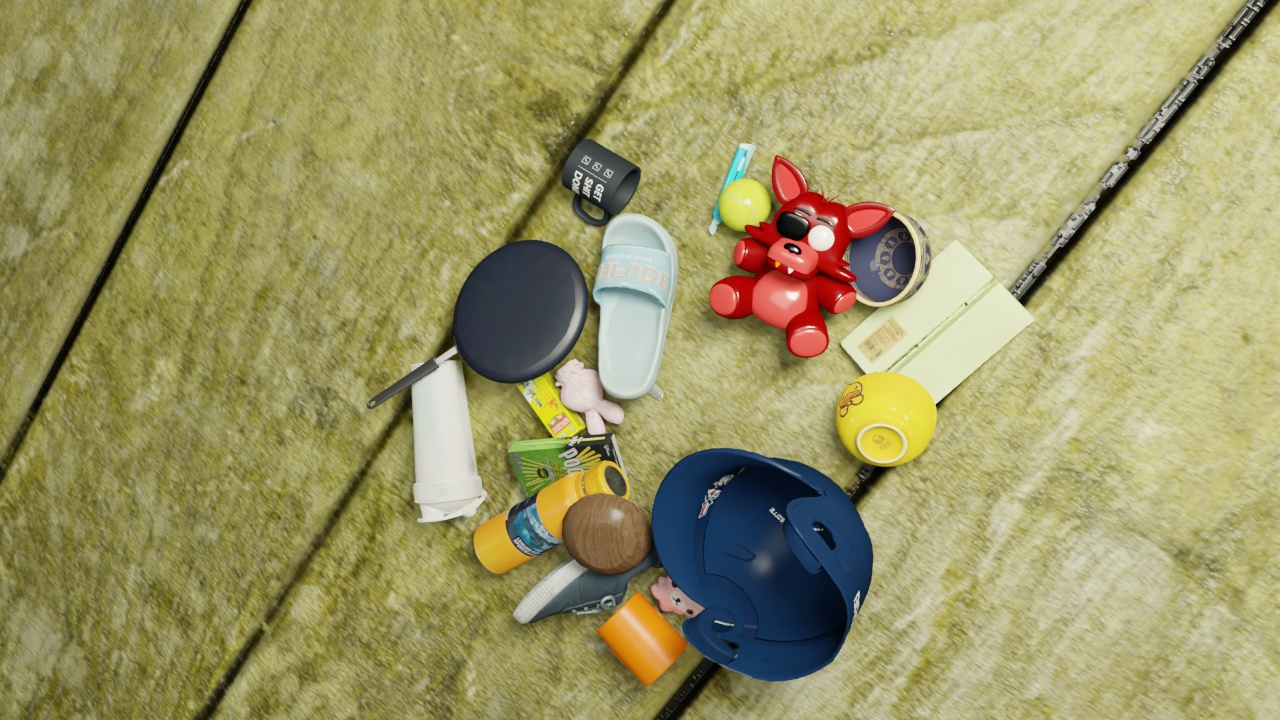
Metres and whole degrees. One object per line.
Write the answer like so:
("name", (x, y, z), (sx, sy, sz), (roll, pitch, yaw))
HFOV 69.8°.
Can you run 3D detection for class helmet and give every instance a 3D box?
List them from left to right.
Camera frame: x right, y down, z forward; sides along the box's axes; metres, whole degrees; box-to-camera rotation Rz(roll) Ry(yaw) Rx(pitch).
("helmet", (0.142, 0.213, 1.083), (0.272, 0.222, 0.233), (36, 118, 3))

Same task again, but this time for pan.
("pan", (-0.228, -0.027, 1.224), (0.357, 0.021, 0.198), (-31, 65, 12))

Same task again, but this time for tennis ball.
("tennis ball", (0.129, -0.193, 1.140), (0.065, 0.065, 0.065), (1, 94, 18))

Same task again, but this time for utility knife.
("utility knife", (0.115, -0.218, 1.170), (0.022, 0.015, 0.124), (18, 102, -14))

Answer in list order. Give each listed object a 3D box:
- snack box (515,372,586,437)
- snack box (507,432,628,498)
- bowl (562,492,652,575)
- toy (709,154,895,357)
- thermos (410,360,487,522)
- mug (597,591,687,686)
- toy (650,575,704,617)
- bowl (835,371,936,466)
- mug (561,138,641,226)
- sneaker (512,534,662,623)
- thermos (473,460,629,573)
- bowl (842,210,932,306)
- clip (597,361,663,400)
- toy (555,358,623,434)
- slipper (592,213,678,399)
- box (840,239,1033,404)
("snack box", (-0.134, 0.046, 1.264), (0.040, 0.028, 0.148), (-39, 82, 17))
("snack box", (-0.098, 0.144, 1.244), (0.148, 0.025, 0.080), (-7, 118, 19))
("bowl", (-0.045, 0.225, 1.152), (0.118, 0.030, 0.118), (4, 112, 9))
("toy", (0.186, -0.119, 1.085), (0.158, 0.120, 0.198), (30, 114, 17))
("thermos", (-0.273, 0.111, 1.285), (0.099, 0.099, 0.220), (-6, 88, 18))
("mug", (-0.005, 0.379, 1.229), (0.096, 0.077, 0.113), (46, 134, 10))
("toy", (0.057, 0.304, 1.208), (0.096, 0.052, 0.099), (-23, 99, 30))
("bowl", (0.288, 0.079, 1.084), (0.117, 0.067, 0.117), (9, 124, 13))
("mug", (-0.056, -0.226, 1.203), (0.077, 0.071, 0.105), (33, 130, 13))
("sneaker", (-0.063, 0.299, 1.233), (0.236, 0.089, 0.087), (-35, 88, 13))
("thermos", (-0.113, 0.213, 1.229), (0.233, 0.076, 0.091), (-32, 123, 28))
("bowl", (0.299, -0.121, 1.085), (0.113, 0.061, 0.112), (7, 100, 51))
("clip", (-0.008, 0.008, 1.219), (0.101, 0.040, 0.054), (29, 115, 13))
("toy", (-0.070, 0.050, 1.235), (0.064, 0.047, 0.110), (-34, 90, 21))
("slipper", (-0.011, -0.073, 1.172), (0.104, 0.074, 0.245), (2, 79, 15))
("box", (0.350, -0.034, 1.093), (0.188, 0.047, 0.141), (-43, 78, 17))
